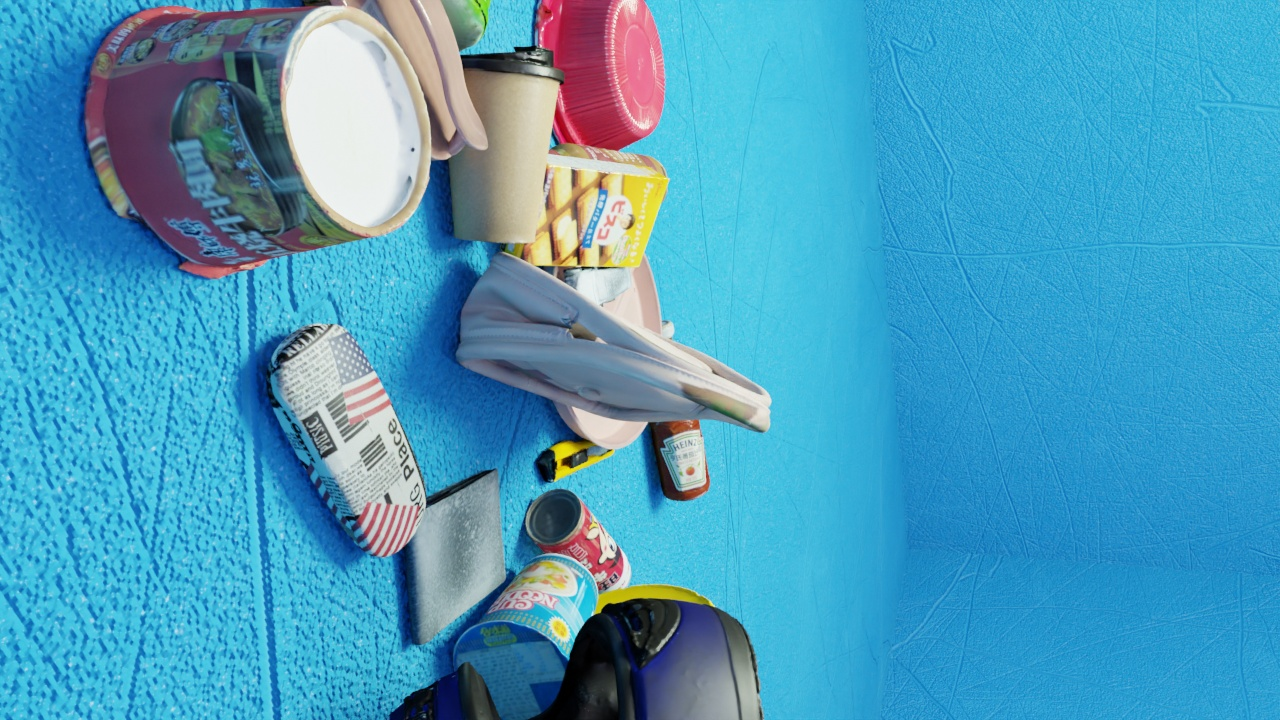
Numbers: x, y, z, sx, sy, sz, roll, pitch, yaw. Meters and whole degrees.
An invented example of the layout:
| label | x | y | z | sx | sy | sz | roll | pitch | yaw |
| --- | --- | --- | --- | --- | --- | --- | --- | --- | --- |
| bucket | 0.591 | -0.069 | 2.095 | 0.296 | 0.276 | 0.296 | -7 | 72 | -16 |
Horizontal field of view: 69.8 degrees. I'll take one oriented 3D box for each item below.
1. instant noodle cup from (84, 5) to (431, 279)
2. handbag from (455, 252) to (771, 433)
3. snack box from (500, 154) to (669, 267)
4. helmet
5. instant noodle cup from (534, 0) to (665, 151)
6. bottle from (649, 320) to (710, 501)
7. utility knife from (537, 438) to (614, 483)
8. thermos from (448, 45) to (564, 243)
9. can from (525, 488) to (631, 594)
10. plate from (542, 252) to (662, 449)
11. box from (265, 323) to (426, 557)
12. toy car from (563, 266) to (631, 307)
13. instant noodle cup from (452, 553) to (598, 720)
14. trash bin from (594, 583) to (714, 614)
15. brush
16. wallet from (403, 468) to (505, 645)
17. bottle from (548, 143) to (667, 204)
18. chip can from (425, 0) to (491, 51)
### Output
| label | x | y | z | sx | sy | sz | roll | pitch | yaw |
| --- | --- | --- | --- | --- | --- | --- | --- | --- | --- |
| instant noodle cup | -0.180 | -0.115 | 0.461 | 0.137 | 0.109 | 0.138 | 0 | 90 | -67 |
| handbag | -0.004 | 0.004 | 0.683 | 0.193 | 0.234 | 0.093 | 25 | 84 | -46 |
| snack box | -0.045 | -0.124 | 0.773 | 0.140 | 0.034 | 0.087 | -6 | 125 | -46 |
| helmet | -0.069 | 0.295 | 0.543 | 0.247 | 0.240 | 0.315 | -172 | -90 | -75 |
| instant noodle cup | -0.027 | -0.279 | 0.876 | 0.193 | 0.066 | 0.194 | 0 | 90 | -68 |
| bottle | 0.037 | 0.057 | 1.032 | 0.059 | 0.060 | 0.206 | -42 | 125 | -60 |
| utility knife | -0.052 | 0.087 | 0.878 | 0.171 | 0.015 | 0.033 | -14 | 105 | -67 |
| thermos | -0.104 | -0.160 | 0.674 | 0.092 | 0.093 | 0.143 | -23 | 118 | -65 |
| can | -0.053 | 0.169 | 0.828 | 0.133 | 0.053 | 0.053 | 60 | 37 | -49 |
| plate | -0.037 | -0.029 | 0.887 | 0.229 | 0.028 | 0.229 | -3 | 90 | -65 |
| box | -0.178 | 0.052 | 0.561 | 0.068 | 0.051 | 0.164 | -74 | 155 | -55 |
| toy car | -0.038 | -0.067 | 0.819 | 0.090 | 0.034 | 0.043 | -32 | 119 | -59 |
| instant noodle cup | -0.081 | 0.212 | 0.725 | 0.109 | 0.099 | 0.099 | -61 | 144 | -64 |
| trash bin | 0.016 | 0.352 | 0.796 | 0.228 | 0.230 | 0.255 | -50 | 130 | -56 |
| brush | -0.149 | -0.189 | 0.581 | 0.146 | 0.073 | 0.063 | 68 | 30 | -44 |
| wallet | -0.136 | 0.141 | 0.682 | 0.120 | 0.019 | 0.097 | -23 | 113 | -67 |
| bottle | -0.042 | -0.164 | 0.833 | 0.174 | 0.058 | 0.057 | -11 | 100 | -57 |
| chip can | -0.121 | -0.320 | 0.646 | 0.072 | 0.073 | 0.220 | 49 | 46 | -57 |
